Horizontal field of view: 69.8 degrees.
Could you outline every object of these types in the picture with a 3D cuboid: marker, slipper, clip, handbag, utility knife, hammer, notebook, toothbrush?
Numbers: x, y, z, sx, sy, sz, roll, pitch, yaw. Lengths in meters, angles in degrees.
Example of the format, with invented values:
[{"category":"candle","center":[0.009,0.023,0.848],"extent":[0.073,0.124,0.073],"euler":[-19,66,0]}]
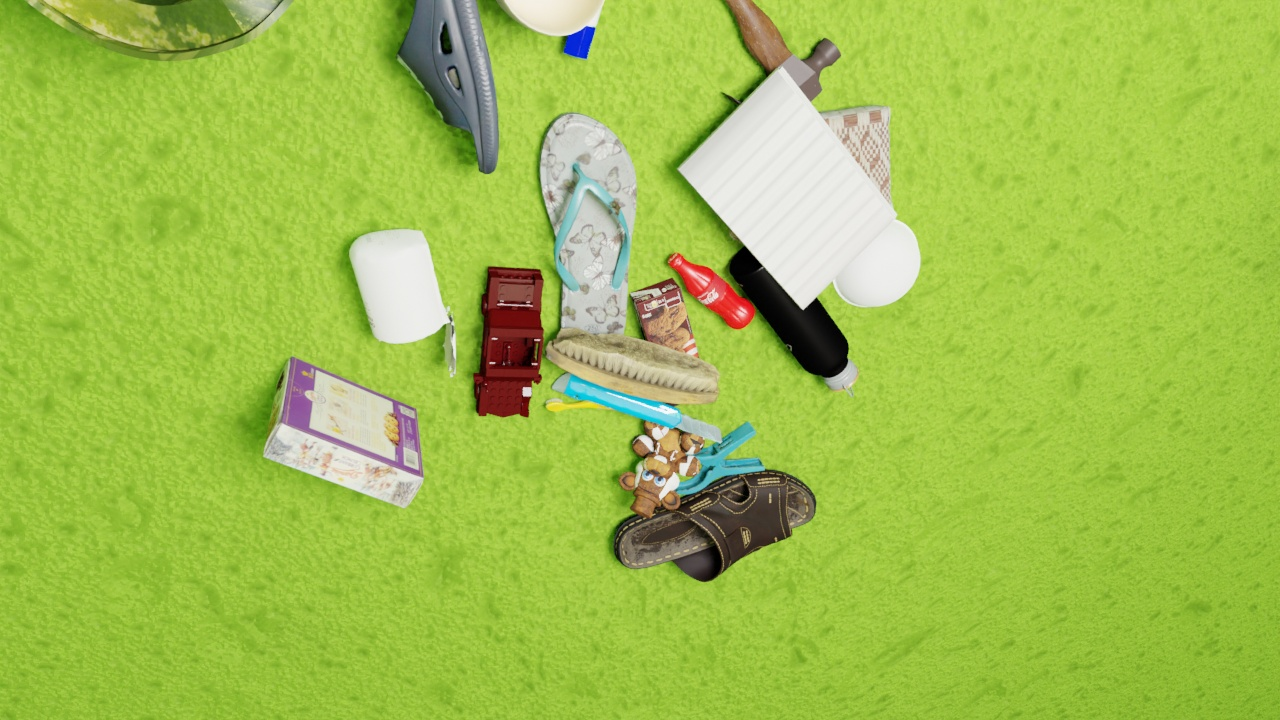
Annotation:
[{"category":"marker","center":[-0.042,-0.348,0.844],"extent":[0.023,0.027,0.133],"euler":[23,112,8]},{"category":"slipper","center":[-0.176,-0.288,0.793],"extent":[0.083,0.110,0.268],"euler":[-11,116,-7]},{"category":"clip","center":[0.094,0.139,1.139],"extent":[0.127,0.028,0.114],"euler":[-12,114,-9]},{"category":"slipper","center":[0.099,0.213,1.149],"extent":[0.267,0.075,0.113],"euler":[-13,120,-9]},{"category":"handbag","center":[0.178,-0.199,0.976],"extent":[0.185,0.047,0.124],"euler":[-10,111,-11]},{"category":"utility knife","center":[0.000,0.055,1.046],"extent":[0.205,0.015,0.031],"euler":[21,100,-5]},{"category":"hammer","center":[0.072,-0.368,0.866],"extent":[0.115,0.033,0.323],"euler":[-40,120,4]},{"category":"notebook","center":[0.156,-0.172,0.945],"extent":[0.142,0.009,0.210],"euler":[-45,114,3]},{"category":"toothbrush","center":[-0.044,0.050,1.060],"extent":[0.135,0.016,0.021],"euler":[0,115,-18]},{"category":"slipper","center":[-0.045,-0.119,0.950],"extent":[0.098,0.054,0.269],"euler":[-11,121,-13]}]

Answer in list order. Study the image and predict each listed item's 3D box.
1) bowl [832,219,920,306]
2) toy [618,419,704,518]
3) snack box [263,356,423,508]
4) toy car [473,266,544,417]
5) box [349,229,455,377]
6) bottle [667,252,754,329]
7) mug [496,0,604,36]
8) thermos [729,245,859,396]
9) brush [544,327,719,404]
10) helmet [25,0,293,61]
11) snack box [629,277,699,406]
[{"category":"bowl","center":[0.280,-0.105,1.056],"extent":[0.110,0.040,0.110],"euler":[-7,118,-13]},{"category":"toy","center":[0.023,0.128,1.079],"extent":[0.087,0.067,0.112],"euler":[23,72,12]},{"category":"snack box","center":[-0.295,0.070,0.922],"extent":[0.148,0.143,0.041],"euler":[27,106,-26]},{"category":"toy car","center":[-0.138,-0.010,0.972],"extent":[0.070,0.062,0.170],"euler":[1,116,-17]},{"category":"box","center":[-0.228,-0.050,0.917],"extent":[0.092,0.083,0.166],"euler":[-16,122,-19]},{"category":"bottle","center":[0.076,-0.079,1.013],"extent":[0.119,0.036,0.036],"euler":[37,102,-28]},{"category":"mug","center":[-0.078,-0.347,0.792],"extent":[0.096,0.099,0.120],"euler":[24,106,-28]},{"category":"thermos","center":[0.188,-0.039,1.052],"extent":[0.061,0.061,0.231],"euler":[-39,120,6]},{"category":"brush","center":[-0.006,0.006,0.989],"extent":[0.195,0.059,0.043],"euler":[15,120,-9]},{"category":"helmet","center":[-0.337,-0.349,0.638],"extent":[0.244,0.246,0.213],"euler":[0,152,28]},{"category":"snack box","center":[0.034,-0.018,1.035],"extent":[0.051,0.031,0.141],"euler":[-20,120,-5]}]
